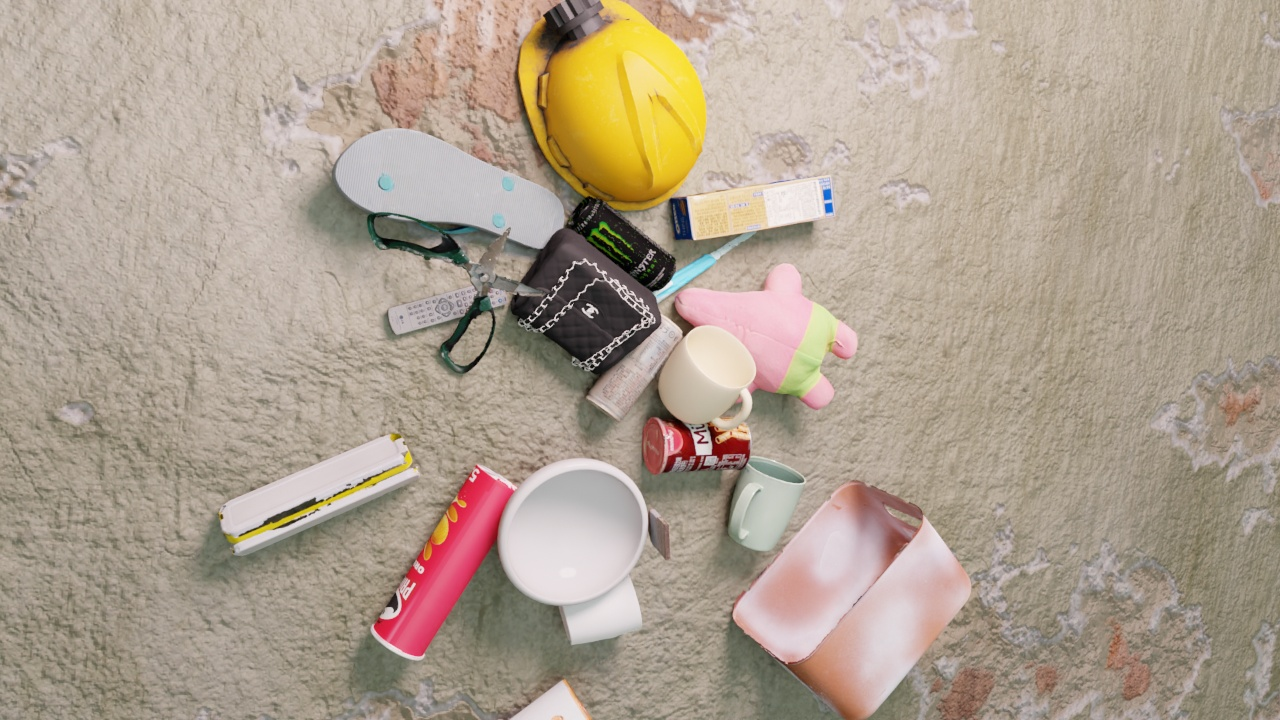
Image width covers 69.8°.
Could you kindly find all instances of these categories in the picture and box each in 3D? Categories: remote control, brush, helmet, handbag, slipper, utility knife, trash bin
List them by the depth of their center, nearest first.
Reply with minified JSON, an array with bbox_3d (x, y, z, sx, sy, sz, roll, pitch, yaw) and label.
[{"bbox_3d":[-0.209,-0.190,1.022,0.268,0.055,0.098,9,91,-33],"label":"slipper"},{"bbox_3d":[-0.011,-0.293,1.034,0.205,0.131,0.255,-38,110,-13],"label":"helmet"},{"bbox_3d":[-0.220,-0.062,1.047,0.136,0.013,0.033,-17,103,-18],"label":"remote control"},{"bbox_3d":[-0.064,-0.054,1.052,0.153,0.114,0.125,36,108,-24],"label":"handbag"},{"bbox_3d":[0.005,0.187,1.099,0.008,0.143,0.045,-9,109,-19],"label":"brush"},{"bbox_3d":[0.080,-0.120,1.154,0.176,0.015,0.022,-32,79,-15],"label":"utility knife"},{"bbox_3d":[0.280,0.316,1.205,0.259,0.182,0.157,-45,112,-11],"label":"trash bin"}]

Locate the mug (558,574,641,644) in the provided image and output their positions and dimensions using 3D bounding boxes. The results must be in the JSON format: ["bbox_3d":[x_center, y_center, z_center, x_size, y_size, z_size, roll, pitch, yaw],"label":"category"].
[{"bbox_3d":[-0.052,0.315,1.138,0.087,0.081,0.114,-15,133,-13],"label":"mug"}]

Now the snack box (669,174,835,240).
[{"bbox_3d":[0.142,-0.191,1.147,0.206,0.057,0.056,-12,100,-21],"label":"snack box"}]

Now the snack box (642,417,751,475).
[{"bbox_3d":[0.071,0.105,1.152,0.121,0.072,0.072,0,97,-22],"label":"snack box"}]

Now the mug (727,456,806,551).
[{"bbox_3d":[0.150,0.188,1.179,0.111,0.084,0.104,-1,112,-58],"label":"mug"}]

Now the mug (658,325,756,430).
[{"bbox_3d":[0.081,0.034,1.107,0.096,0.100,0.120,-24,68,-44],"label":"mug"}]

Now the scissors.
[{"bbox_3d":[-0.210,-0.075,1.003,0.201,0.015,0.204,18,123,-12],"label":"scissors"}]

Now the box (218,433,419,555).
[{"bbox_3d":[-0.347,0.149,1.001,0.210,0.067,0.070,-24,103,-17],"label":"box"}]

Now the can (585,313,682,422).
[{"bbox_3d":[-0.007,0.007,1.118,0.054,0.054,0.135,39,83,-21],"label":"can"}]

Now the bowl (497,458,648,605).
[{"bbox_3d":[-0.083,0.190,1.064,0.176,0.066,0.177,-6,106,-20],"label":"bowl"}]

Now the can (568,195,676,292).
[{"bbox_3d":[-0.020,-0.137,1.092,0.137,0.054,0.054,36,84,-22],"label":"can"}]

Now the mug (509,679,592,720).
[{"bbox_3d":[-0.113,0.456,1.123,0.105,0.082,0.082,-33,107,-13],"label":"mug"}]

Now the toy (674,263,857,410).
[{"bbox_3d":[0.151,-0.033,1.159,0.236,0.096,0.192,23,98,-9],"label":"toy"}]

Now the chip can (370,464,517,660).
[{"bbox_3d":[-0.220,0.230,1.058,0.069,0.069,0.220,34,84,-22],"label":"chip can"}]
